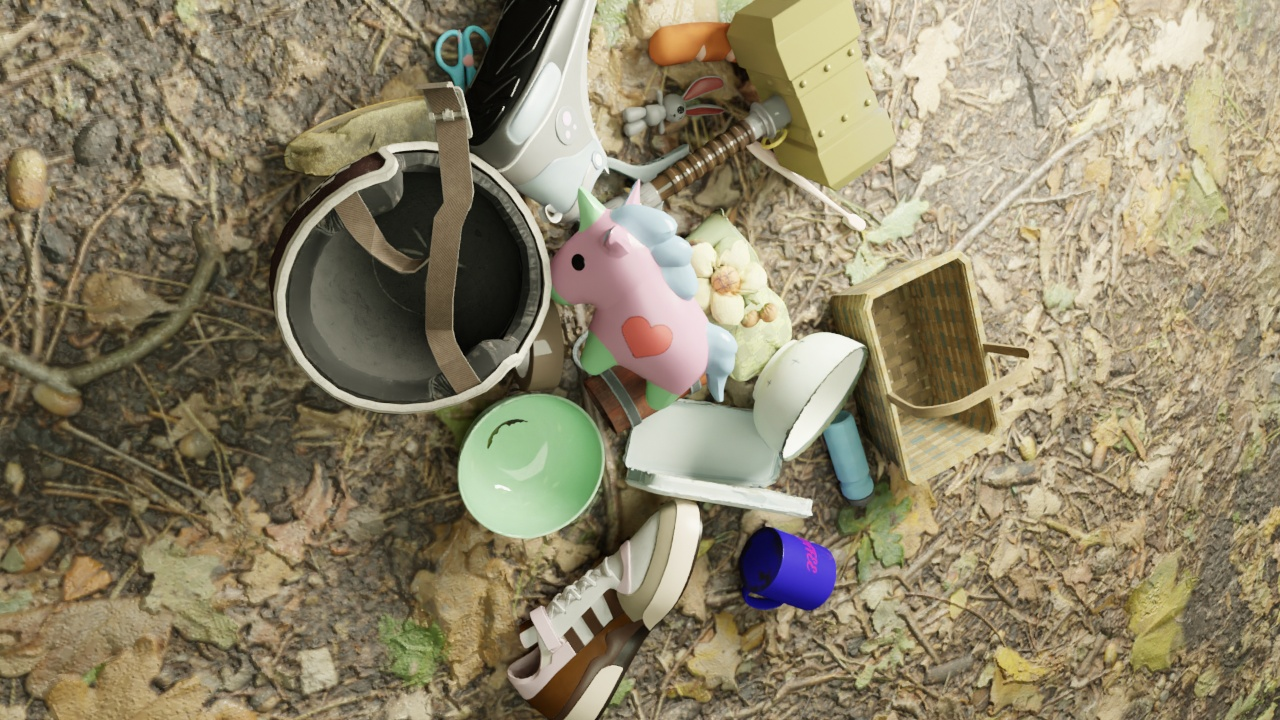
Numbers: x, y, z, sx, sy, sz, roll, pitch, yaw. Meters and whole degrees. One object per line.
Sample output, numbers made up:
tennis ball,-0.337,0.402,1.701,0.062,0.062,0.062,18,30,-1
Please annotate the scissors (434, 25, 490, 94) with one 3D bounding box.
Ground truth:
scissors,-0.165,-0.247,0.873,0.055,0.015,0.136,-7,103,-22

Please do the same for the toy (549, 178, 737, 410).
toy,0.011,-0.052,0.856,0.222,0.119,0.172,30,124,-7

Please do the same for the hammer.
hammer,0.073,-0.206,0.909,0.324,0.100,0.190,-34,123,-5

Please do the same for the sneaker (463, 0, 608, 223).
sneaker,-0.066,-0.261,0.862,0.160,0.093,0.256,42,61,-45

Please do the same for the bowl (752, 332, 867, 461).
bowl,0.177,0.030,1.010,0.153,0.073,0.154,-42,155,-24

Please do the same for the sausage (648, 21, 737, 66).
sausage,0.086,-0.324,0.944,0.164,0.039,0.044,-5,107,-22

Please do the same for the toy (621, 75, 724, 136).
toy,0.033,-0.259,0.942,0.111,0.030,0.049,-21,138,-14

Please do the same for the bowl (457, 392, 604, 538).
bowl,-0.119,0.098,0.938,0.150,0.077,0.151,-5,104,-22

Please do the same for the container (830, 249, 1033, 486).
container,0.337,0.011,1.047,0.157,0.186,0.250,-25,111,-16

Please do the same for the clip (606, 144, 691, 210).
clip,-0.035,-0.172,0.937,0.164,0.031,0.169,23,92,-27

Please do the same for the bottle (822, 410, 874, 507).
bottle,0.256,0.125,1.122,0.040,0.040,0.130,-27,111,-15

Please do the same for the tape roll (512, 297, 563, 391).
tape roll,-0.104,-0.017,0.907,0.030,0.094,0.094,-4,104,-22

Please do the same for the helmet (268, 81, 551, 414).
helmet,-0.190,-0.074,0.768,0.234,0.253,0.233,-29,107,4

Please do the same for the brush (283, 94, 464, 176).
brush,-0.227,-0.206,0.837,0.195,0.043,0.059,-18,109,-15

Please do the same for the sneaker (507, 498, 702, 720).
sneaker,-0.047,0.259,0.995,0.116,0.111,0.294,29,103,-13

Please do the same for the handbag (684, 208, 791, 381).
handbag,0.099,-0.062,0.969,0.113,0.117,0.186,-44,115,-7

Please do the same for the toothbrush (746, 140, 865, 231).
toothbrush,0.185,-0.196,1.031,0.181,0.018,0.015,31,88,-23

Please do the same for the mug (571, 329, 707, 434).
mug,-0.006,0.006,0.970,0.111,0.081,0.117,-33,95,-9

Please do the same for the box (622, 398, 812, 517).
box,0.091,0.116,1.016,0.210,0.106,0.130,7,96,-24

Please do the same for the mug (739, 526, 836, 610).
mug,0.167,0.260,1.103,0.083,0.079,0.111,24,120,-26
